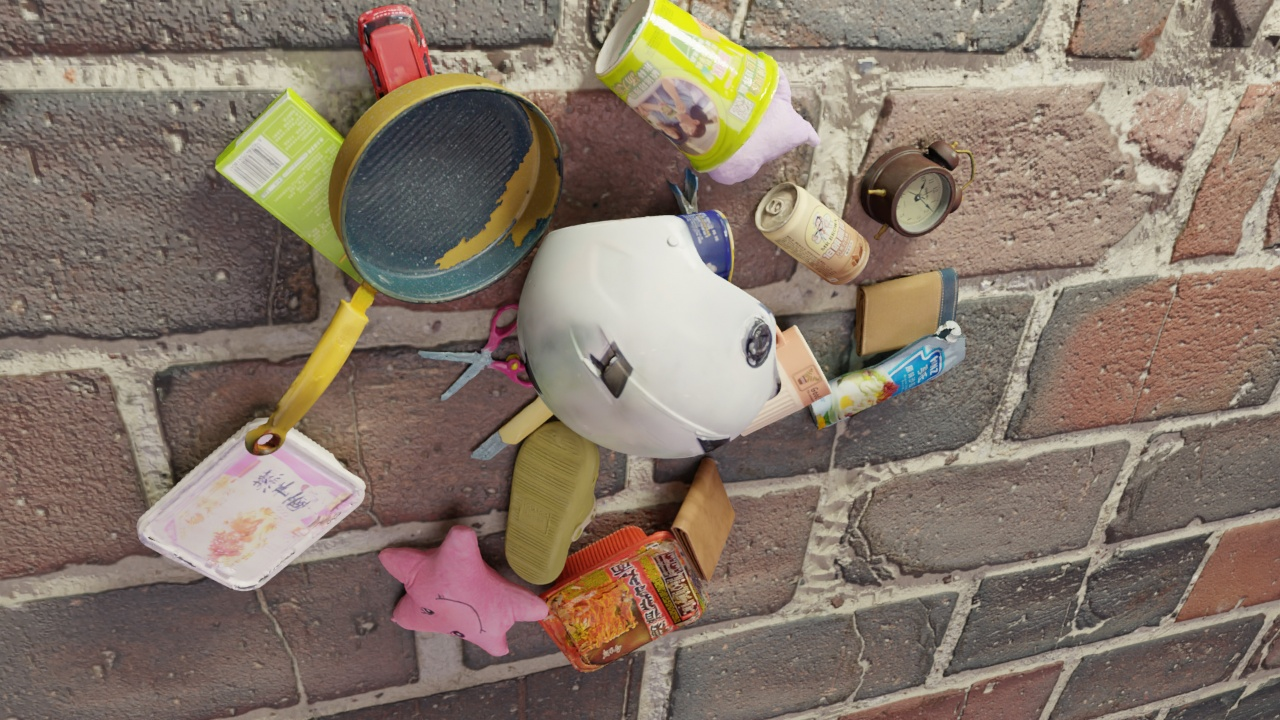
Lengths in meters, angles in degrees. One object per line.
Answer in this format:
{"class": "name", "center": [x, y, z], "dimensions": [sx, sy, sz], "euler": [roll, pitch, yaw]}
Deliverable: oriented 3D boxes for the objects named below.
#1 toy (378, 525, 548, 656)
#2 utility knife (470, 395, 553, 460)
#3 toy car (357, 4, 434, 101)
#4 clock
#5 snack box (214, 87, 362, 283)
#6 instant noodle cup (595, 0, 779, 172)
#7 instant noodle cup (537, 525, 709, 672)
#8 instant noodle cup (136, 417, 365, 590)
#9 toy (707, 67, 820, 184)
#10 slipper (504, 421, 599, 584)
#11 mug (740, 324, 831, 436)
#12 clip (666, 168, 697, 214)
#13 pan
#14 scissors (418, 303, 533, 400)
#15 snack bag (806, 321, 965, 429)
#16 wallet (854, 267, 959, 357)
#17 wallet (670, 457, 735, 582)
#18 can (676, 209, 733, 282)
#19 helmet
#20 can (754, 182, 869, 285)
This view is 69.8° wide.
{"class": "toy", "center": [-0.203, 0.267, 1.019], "dimensions": [0.179, 0.074, 0.194], "euler": [-25, 118, 25]}
{"class": "utility knife", "center": [-0.100, 0.046, 0.948], "dimensions": [0.188, 0.020, 0.031], "euler": [-41, 108, 2]}
{"class": "toy car", "center": [-0.186, -0.216, 0.725], "dimensions": [0.053, 0.045, 0.121], "euler": [-17, 129, -8]}
{"class": "clock", "center": [0.281, -0.174, 0.923], "dimensions": [0.122, 0.055, 0.082], "euler": [-25, 127, -6]}
{"class": "snack box", "center": [-0.258, -0.139, 0.760], "dimensions": [0.086, 0.026, 0.156], "euler": [-41, 126, 9]}
{"class": "instant noodle cup", "center": [0.033, -0.237, 0.761], "dimensions": [0.123, 0.111, 0.112], "euler": [29, 108, -26]}
{"class": "instant noodle cup", "center": [-0.027, 0.277, 1.094], "dimensions": [0.189, 0.079, 0.164], "euler": [-27, 127, -3]}
{"class": "instant noodle cup", "center": [-0.369, 0.128, 0.877], "dimensions": [0.173, 0.060, 0.138], "euler": [-40, 127, 6]}
{"class": "toy", "center": [0.103, -0.207, 0.844], "dimensions": [0.108, 0.039, 0.084], "euler": [-30, 113, 6]}
{"class": "slipper", "center": [-0.091, 0.150, 0.994], "dimensions": [0.081, 0.092, 0.191], "euler": [-18, 129, -60]}
{"class": "mug", "center": [0.131, 0.013, 0.970], "dimensions": [0.106, 0.081, 0.114], "euler": [-28, 127, 8]}
{"class": "clip", "center": [0.043, -0.150, 0.869], "dimensions": [0.045, 0.027, 0.058], "euler": [-28, 132, -10]}
{"class": "pan", "center": [-0.202, -0.071, 0.744], "dimensions": [0.357, 0.078, 0.197], "euler": [-45, 144, 2]}
{"class": "scissors", "center": [-0.149, -0.007, 0.898], "dimensions": [0.133, 0.017, 0.131], "euler": [7, 122, -20]}
{"class": "snack bag", "center": [0.281, 0.019, 1.044], "dimensions": [0.191, 0.038, 0.110], "euler": [-25, 142, 4]}
{"class": "wallet", "center": [0.297, -0.053, 1.026], "dimensions": [0.115, 0.033, 0.090], "euler": [-13, 123, -12]}
{"class": "wallet", "center": [0.077, 0.188, 1.073], "dimensions": [0.020, 0.101, 0.115], "euler": [5, 137, 30]}
{"class": "can", "center": [0.048, -0.078, 0.876], "dimensions": [0.049, 0.074, 0.148], "euler": [-12, 143, -16]}
{"class": "helmet", "center": [-0.005, 0.005, 0.809], "dimensions": [0.259, 0.229, 0.145], "euler": [52, 58, -32]}
{"class": "can", "center": [0.172, -0.124, 0.912], "dimensions": [0.116, 0.058, 0.059], "euler": [29, 109, -34]}
